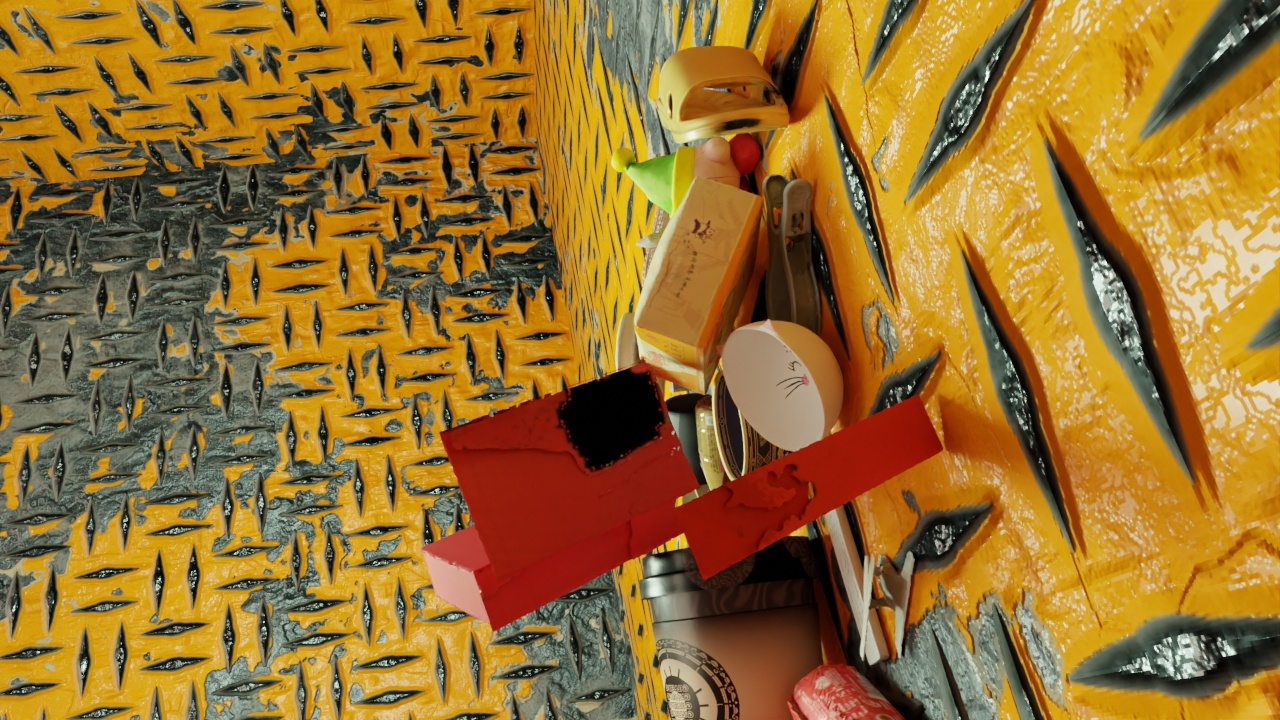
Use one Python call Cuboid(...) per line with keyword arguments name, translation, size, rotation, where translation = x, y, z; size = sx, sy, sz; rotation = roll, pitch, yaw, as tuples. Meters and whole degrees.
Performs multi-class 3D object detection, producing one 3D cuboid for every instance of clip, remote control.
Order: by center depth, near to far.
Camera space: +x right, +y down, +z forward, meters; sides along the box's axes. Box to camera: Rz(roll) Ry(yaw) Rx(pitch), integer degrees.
Cuboid(name="clip", translation=(0.177, 0.175, 0.694), size=(0.056, 0.056, 0.102), rotation=(34, 135, 45))
Cuboid(name="remote control", translation=(0.179, 0.183, 0.760), size=(0.033, 0.012, 0.130), rotation=(95, 165, -62))
Cuboid(name="clip", translation=(0.127, -0.083, 0.814), size=(0.112, 0.028, 0.163), rotation=(-127, 31, -69))

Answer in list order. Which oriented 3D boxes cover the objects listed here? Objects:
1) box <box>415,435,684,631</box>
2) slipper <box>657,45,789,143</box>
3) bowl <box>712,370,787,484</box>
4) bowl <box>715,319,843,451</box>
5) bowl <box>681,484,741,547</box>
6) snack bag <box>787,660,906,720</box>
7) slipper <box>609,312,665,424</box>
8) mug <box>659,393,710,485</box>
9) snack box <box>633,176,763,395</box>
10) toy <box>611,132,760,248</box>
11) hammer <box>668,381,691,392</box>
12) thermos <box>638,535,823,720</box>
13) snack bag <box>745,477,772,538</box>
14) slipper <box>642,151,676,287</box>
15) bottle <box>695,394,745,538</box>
Cuboid(name="box", translation=(-0.040, 0.267, 0.860), size=(0.198, 0.216, 0.351), rotation=(-8, 101, 56))
Cuboid(name="slipper", translation=(0.068, -0.245, 0.835), size=(0.263, 0.099, 0.078), rotation=(-112, 18, -71))
Cuboid(name="bowl", translation=(0.115, 0.062, 0.899), size=(0.112, 0.061, 0.112), rotation=(171, 91, -81))
Cuboid(name="bowl", translation=(0.125, 0.014, 0.760), size=(0.115, 0.050, 0.115), rotation=(38, 145, 34))
Cuboid(name="bowl", translation=(0.096, 0.224, 1.186), size=(0.152, 0.050, 0.152), rotation=(171, 91, -81))
Cuboid(name="snack bag", translation=(0.170, 0.293, 0.697), size=(0.176, 0.082, 0.082), rotation=(-152, 55, -79))
Cuboid(name="slipper", translation=(-0.006, 0.006, 1.010), size=(0.263, 0.052, 0.115), rotation=(53, -140, -77))
Cuboid(name="mug", translation=(0.078, 0.099, 1.133), size=(0.122, 0.085, 0.094), rotation=(17, 116, 50))
Cuboid(name="snack box", translation=(0.049, -0.062, 0.851), size=(0.195, 0.081, 0.145), rotation=(71, -140, -76))
Cuboid(name="toy", translation=(0.044, -0.175, 0.916), size=(0.124, 0.131, 0.096), rotation=(93, 161, -52))
Cuboid(name="hammer", translation=(0.068, -0.049, 1.176), size=(0.301, 0.037, 0.158), rotation=(142, 120, -80))
Cuboid(name="thermos", translation=(0.094, 0.286, 0.843), size=(0.173, 0.172, 0.226), rotation=(112, 152, -72))
Cuboid(name="snack bag", translation=(0.131, 0.167, 1.018), size=(0.099, 0.020, 0.026), rotation=(92, 166, -48))
Cuboid(name="slipper", translation=(0.059, -0.133, 1.012), size=(0.094, 0.065, 0.238), rotation=(42, -133, -47))
Cuboid(name="bottle", translation=(0.099, 0.124, 1.059), size=(0.059, 0.059, 0.166), rotation=(-128, 31, -73))
